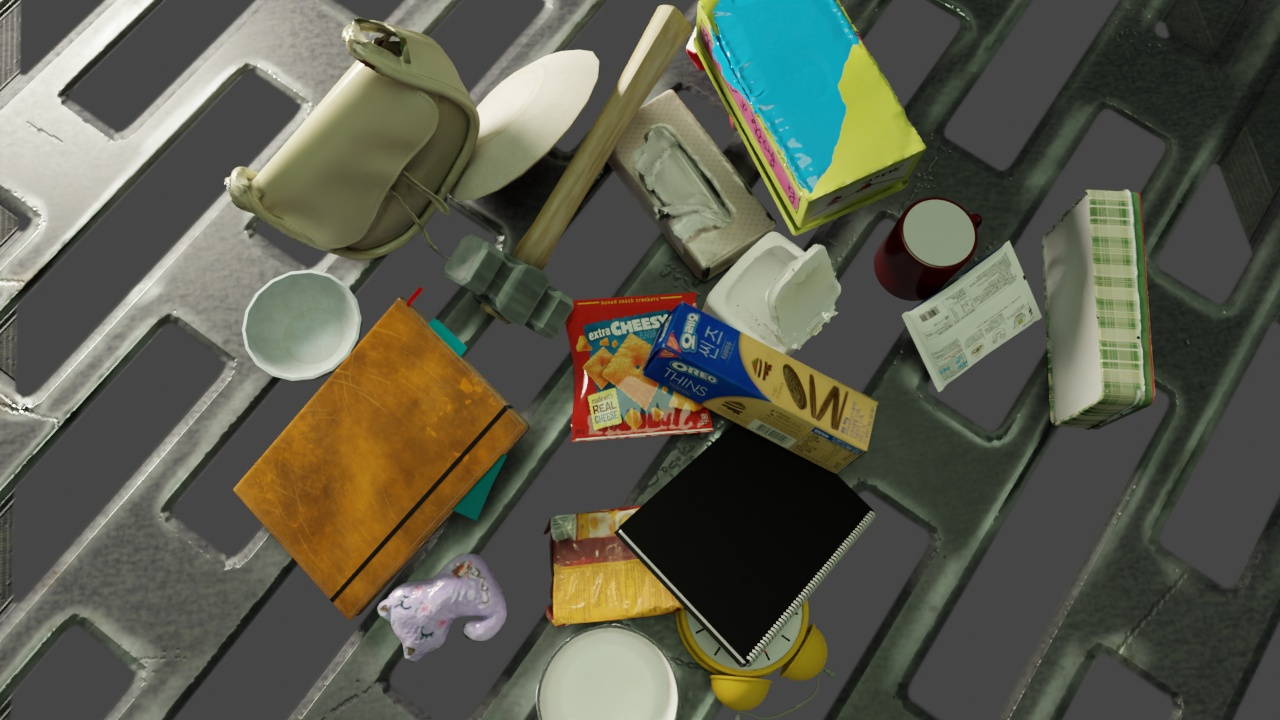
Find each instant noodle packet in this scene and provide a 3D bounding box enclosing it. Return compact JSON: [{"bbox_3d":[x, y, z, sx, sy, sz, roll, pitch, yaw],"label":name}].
[{"bbox_3d":[0.317,-0.042,0.873,0.134,0.026,0.087,-34,107,-11],"label":"instant noodle packet"},{"bbox_3d":[-0.021,0.175,0.788,0.135,0.040,0.098,-9,60,12],"label":"instant noodle packet"}]

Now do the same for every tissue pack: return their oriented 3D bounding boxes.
[{"bbox_3d":[0.041,-0.172,0.898,0.103,0.071,0.181,-33,81,-12],"label":"tissue pack"}]

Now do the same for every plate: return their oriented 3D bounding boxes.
[{"bbox_3d":[-0.121,-0.229,0.860,0.027,0.189,0.188,43,72,-35],"label":"plate"}]

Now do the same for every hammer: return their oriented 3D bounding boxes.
[{"bbox_3d":[-0.049,-0.178,0.836,0.051,0.117,0.322,29,87,47],"label":"hammer"}]

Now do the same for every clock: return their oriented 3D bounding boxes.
[{"bbox_3d":[0.094,0.229,0.789,0.113,0.052,0.152,-24,72,-9],"label":"clock"}]

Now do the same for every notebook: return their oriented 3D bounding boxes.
[{"bbox_3d":[0.097,0.140,0.789,0.149,0.016,0.206,45,52,10],"label":"notebook"},{"bbox_3d":[-0.216,0.085,0.791,0.178,0.014,0.249,44,98,10],"label":"notebook"}]

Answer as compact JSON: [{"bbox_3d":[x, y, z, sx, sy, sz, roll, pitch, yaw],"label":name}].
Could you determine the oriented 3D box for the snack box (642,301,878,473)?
[{"bbox_3d":[0.107,0.025,0.820,0.206,0.057,0.056,27,56,-6],"label":"snack box"}]

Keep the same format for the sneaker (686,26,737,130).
[{"bbox_3d":[0.143,-0.261,0.921,0.236,0.090,0.104,43,93,5],"label":"sneaker"}]

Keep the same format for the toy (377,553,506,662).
[{"bbox_3d":[-0.167,0.216,0.790,0.099,0.036,0.080,-31,82,-12],"label":"toy"}]

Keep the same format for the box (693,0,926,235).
[{"bbox_3d":[0.146,-0.240,0.828,0.124,0.082,0.221,-26,75,-5],"label":"box"}]

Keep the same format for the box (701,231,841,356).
[{"bbox_3d":[0.126,-0.063,0.835,0.103,0.130,0.110,42,79,11],"label":"box"}]

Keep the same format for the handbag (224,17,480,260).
[{"bbox_3d":[-0.227,-0.166,0.790,0.230,0.183,0.132,-39,73,26],"label":"handbag"}]

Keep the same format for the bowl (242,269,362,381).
[{"bbox_3d":[-0.309,-0.028,0.853,0.106,0.039,0.106,1,74,-2],"label":"bowl"}]

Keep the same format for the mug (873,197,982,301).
[{"bbox_3d":[0.284,-0.112,0.878,0.105,0.083,0.073,-28,77,-10],"label":"mug"}]

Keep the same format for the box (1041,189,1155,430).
[{"bbox_3d":[0.419,-0.045,0.848,0.050,0.118,0.205,4,72,4],"label":"box"}]

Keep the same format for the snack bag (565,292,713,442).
[{"bbox_3d":[-0.005,0.005,0.855,0.131,0.039,0.143,-4,65,-3],"label":"snack bag"}]

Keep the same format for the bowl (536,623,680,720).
[{"bbox_3d":[-0.027,0.279,0.761,0.116,0.066,0.116,1,73,-2],"label":"bowl"}]
